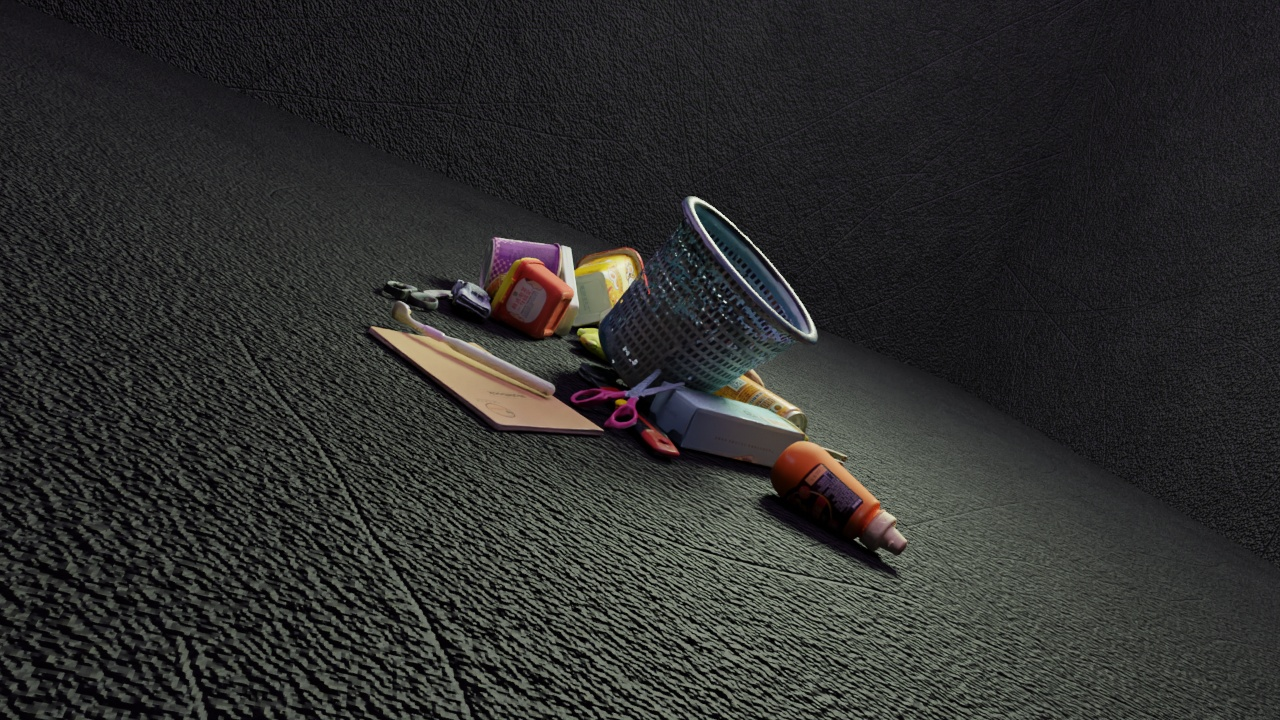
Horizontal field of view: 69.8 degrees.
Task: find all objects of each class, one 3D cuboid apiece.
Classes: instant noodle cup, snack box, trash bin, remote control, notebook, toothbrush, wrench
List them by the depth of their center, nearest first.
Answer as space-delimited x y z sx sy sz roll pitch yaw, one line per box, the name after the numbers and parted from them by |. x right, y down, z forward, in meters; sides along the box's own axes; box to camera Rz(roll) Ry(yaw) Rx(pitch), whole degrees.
-0.151 0.020 0.897 0.208 0.008 0.147 31 13 35 | notebook
-0.170 -0.010 0.932 0.189 0.029 0.020 27 52 10 | toothbrush
-0.019 0.049 1.025 0.056 0.016 0.273 19 11 -24 | wrench
0.099 0.076 1.046 0.174 0.052 0.074 16 11 -35 | snack box
0.066 -0.047 1.097 0.226 0.195 0.226 41 20 -19 | trash bin
-0.140 -0.079 1.201 0.080 0.091 0.082 33 12 12 | snack box
-0.109 -0.101 1.313 0.021 0.058 0.149 13 39 -20 | remote control
-0.178 -0.127 1.335 0.099 0.112 0.111 10 15 -19 | instant noodle cup
-0.059 -0.106 1.422 0.116 0.116 0.123 -9 11 24 | instant noodle cup

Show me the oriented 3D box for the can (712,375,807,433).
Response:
0.149 0.061 1.215 0.058 0.058 0.146 13 15 -45 | can

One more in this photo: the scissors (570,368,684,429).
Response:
-0.016 0.035 0.984 0.108 0.017 0.135 15 31 22 | scissors

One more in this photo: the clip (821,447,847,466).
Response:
0.202 0.121 1.100 0.102 0.035 0.095 17 10 -10 | clip

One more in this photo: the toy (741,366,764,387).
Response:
0.101 -0.014 1.451 0.226 0.082 0.143 23 13 -23 | toy

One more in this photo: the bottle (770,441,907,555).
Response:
0.203 0.144 0.927 0.149 0.067 0.066 38 16 28 | bottle

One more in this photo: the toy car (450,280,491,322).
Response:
-0.216 -0.080 1.177 0.049 0.031 0.105 33 5 -20 | toy car

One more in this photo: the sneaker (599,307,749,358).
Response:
0.052 -0.019 1.302 0.241 0.087 0.118 10 -12 12 | sneaker

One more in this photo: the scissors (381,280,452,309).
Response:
-0.258 -0.078 1.156 0.133 0.014 0.175 30 9 38 | scissors

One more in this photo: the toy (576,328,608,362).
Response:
-0.051 -0.022 1.267 0.096 0.031 0.100 17 12 -42 | toy

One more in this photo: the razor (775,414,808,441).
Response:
0.148 0.074 1.143 0.133 0.028 0.043 18 -22 22 | razor
